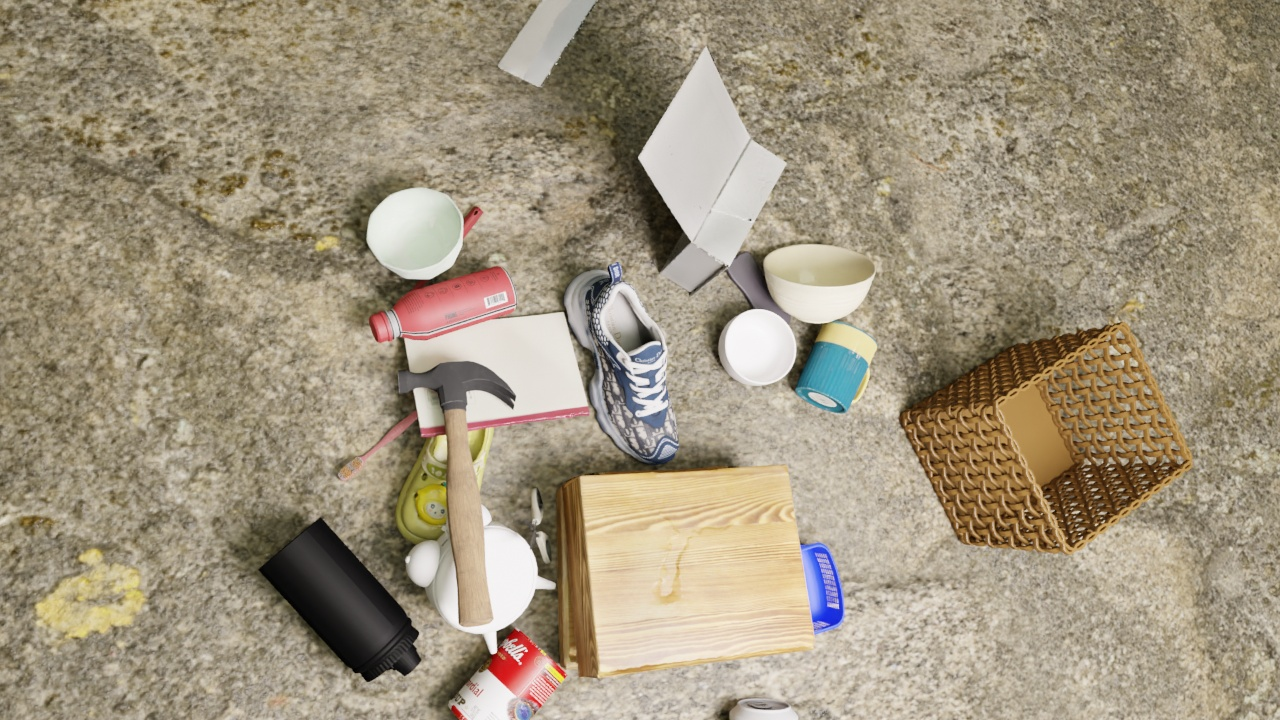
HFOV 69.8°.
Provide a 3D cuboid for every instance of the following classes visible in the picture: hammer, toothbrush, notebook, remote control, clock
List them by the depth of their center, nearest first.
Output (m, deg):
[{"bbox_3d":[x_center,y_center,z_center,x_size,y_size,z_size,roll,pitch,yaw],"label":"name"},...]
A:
[{"bbox_3d":[-0.196,0.144,1.037,0.132,0.040,0.305,-4,64,-15],"label":"hammer"},{"bbox_3d":[-0.193,0.249,1.081,0.125,0.073,0.161,-46,114,-18],"label":"clock"},{"bbox_3d":[-0.294,0.083,1.124,0.184,0.016,0.015,-42,90,-20],"label":"toothbrush"},{"bbox_3d":[-0.179,0.014,1.141,0.208,0.012,0.153,-6,63,-19],"label":"notebook"},{"bbox_3d":[-0.259,-0.122,1.160,0.016,0.016,0.189,37,74,-9],"label":"toothbrush"},{"bbox_3d":[0.167,-0.094,1.297,0.046,0.009,0.124,-35,94,-19],"label":"remote control"}]

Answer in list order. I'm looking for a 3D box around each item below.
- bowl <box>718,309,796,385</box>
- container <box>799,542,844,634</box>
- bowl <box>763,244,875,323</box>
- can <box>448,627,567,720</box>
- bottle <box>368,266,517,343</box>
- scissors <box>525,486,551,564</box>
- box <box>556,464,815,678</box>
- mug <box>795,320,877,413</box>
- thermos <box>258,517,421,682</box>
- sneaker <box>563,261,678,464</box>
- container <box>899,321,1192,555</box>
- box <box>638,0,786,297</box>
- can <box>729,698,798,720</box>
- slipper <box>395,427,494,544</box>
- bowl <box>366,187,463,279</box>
[{"bbox_3d":[0.155,-0.015,1.260,0.104,0.054,0.104,3,80,-16],"label":"bowl"},{"bbox_3d":[0.214,0.307,1.234,0.096,0.058,0.114,-12,87,-19],"label":"container"},{"bbox_3d":[0.244,-0.099,1.266,0.150,0.150,0.075,-12,121,-19],"label":"bowl"},{"bbox_3d":[-0.157,0.391,1.089,0.086,0.087,0.116,46,72,-7],"label":"can"},{"bbox_3d":[-0.243,-0.064,1.125,0.176,0.062,0.062,-20,89,-25],"label":"bottle"},{"bbox_3d":[-0.122,0.207,1.097,0.012,0.163,0.154,-12,122,-2],"label":"scissors"},{"bbox_3d":[0.044,0.252,1.143,0.279,0.168,0.244,-1,76,-18],"label":"box"},{"bbox_3d":[0.282,0.018,1.287,0.113,0.083,0.107,37,72,-39],"label":"mug"},{"bbox_3d":[-0.333,0.282,1.047,0.086,0.086,0.198,-42,96,-18],"label":"thermos"},{"bbox_3d":[-0.007,0.007,1.161,0.103,0.133,0.269,-22,94,-21],"label":"sneaker"},{"bbox_3d":[0.558,0.110,1.287,0.251,0.214,0.219,-27,92,-19],"label":"container"},{"bbox_3d":[0.089,-0.236,1.066,0.119,0.479,0.166,25,74,14],"label":"box"},{"bbox_3d":[0.157,0.512,1.173,0.087,0.088,0.139,4,82,-17],"label":"can"},{"bbox_3d":[-0.227,0.132,1.106,0.091,0.082,0.190,22,74,-17],"label":"slipper"},{"bbox_3d":[-0.271,-0.148,1.128,0.117,0.061,0.117,0,69,1],"label":"bowl"}]
